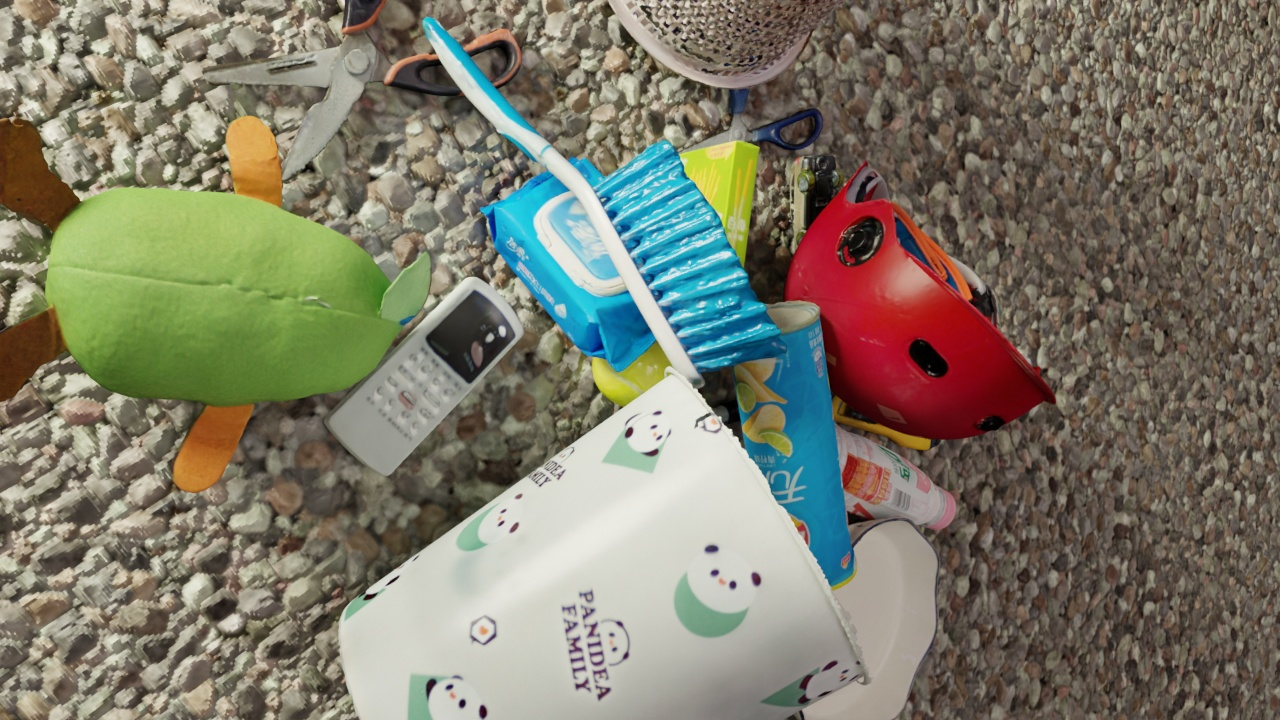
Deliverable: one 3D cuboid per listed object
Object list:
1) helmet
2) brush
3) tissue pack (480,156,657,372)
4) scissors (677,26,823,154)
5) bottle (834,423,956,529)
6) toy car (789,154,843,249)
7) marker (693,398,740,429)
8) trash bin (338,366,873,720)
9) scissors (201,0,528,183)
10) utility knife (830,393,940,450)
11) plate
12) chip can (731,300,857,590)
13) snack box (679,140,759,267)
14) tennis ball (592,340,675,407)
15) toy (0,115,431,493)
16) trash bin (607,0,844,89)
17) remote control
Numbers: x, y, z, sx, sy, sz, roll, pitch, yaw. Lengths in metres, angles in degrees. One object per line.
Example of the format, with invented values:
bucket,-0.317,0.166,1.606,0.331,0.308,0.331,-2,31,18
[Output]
helmet,0.199,-0.021,0.714,0.207,0.239,0.144,38,113,-25
brush,-0.025,-0.118,0.604,0.109,0.060,0.314,-30,87,7
tissue pack,-0.034,-0.073,0.657,0.094,0.052,0.157,-35,79,-26
scissors,0.090,-0.201,0.778,0.162,0.012,0.176,-1,94,-30
bottle,0.211,0.110,0.829,0.196,0.068,0.068,24,79,-33
toy car,0.152,-0.134,0.803,0.042,0.035,0.090,-11,106,-29
marker,0.043,0.055,0.752,0.130,0.022,0.018,-20,137,-30
trash bin,-0.028,0.164,0.573,0.252,0.229,0.229,-31,107,-5
scissors,-0.175,-0.209,0.619,0.189,0.015,0.225,21,82,-30
utility knife,0.204,0.052,0.850,0.219,0.015,0.033,15,81,-30
plate,0.191,0.235,0.809,0.204,0.046,0.205,-10,106,-38
chip can,0.113,0.066,0.680,0.071,0.071,0.210,-21,110,-29
snack box,0.048,-0.086,0.709,0.026,0.086,0.156,8,90,-32
tennis ball,-0.004,0.004,0.695,0.065,0.066,0.065,-1,92,-31
toy,-0.251,-0.037,0.535,0.246,0.090,0.227,10,87,-34
trash bin,0.101,-0.338,0.667,0.227,0.192,0.227,2,86,-29
remote control,-0.146,0.009,0.637,0.149,0.021,0.058,-49,114,-19
